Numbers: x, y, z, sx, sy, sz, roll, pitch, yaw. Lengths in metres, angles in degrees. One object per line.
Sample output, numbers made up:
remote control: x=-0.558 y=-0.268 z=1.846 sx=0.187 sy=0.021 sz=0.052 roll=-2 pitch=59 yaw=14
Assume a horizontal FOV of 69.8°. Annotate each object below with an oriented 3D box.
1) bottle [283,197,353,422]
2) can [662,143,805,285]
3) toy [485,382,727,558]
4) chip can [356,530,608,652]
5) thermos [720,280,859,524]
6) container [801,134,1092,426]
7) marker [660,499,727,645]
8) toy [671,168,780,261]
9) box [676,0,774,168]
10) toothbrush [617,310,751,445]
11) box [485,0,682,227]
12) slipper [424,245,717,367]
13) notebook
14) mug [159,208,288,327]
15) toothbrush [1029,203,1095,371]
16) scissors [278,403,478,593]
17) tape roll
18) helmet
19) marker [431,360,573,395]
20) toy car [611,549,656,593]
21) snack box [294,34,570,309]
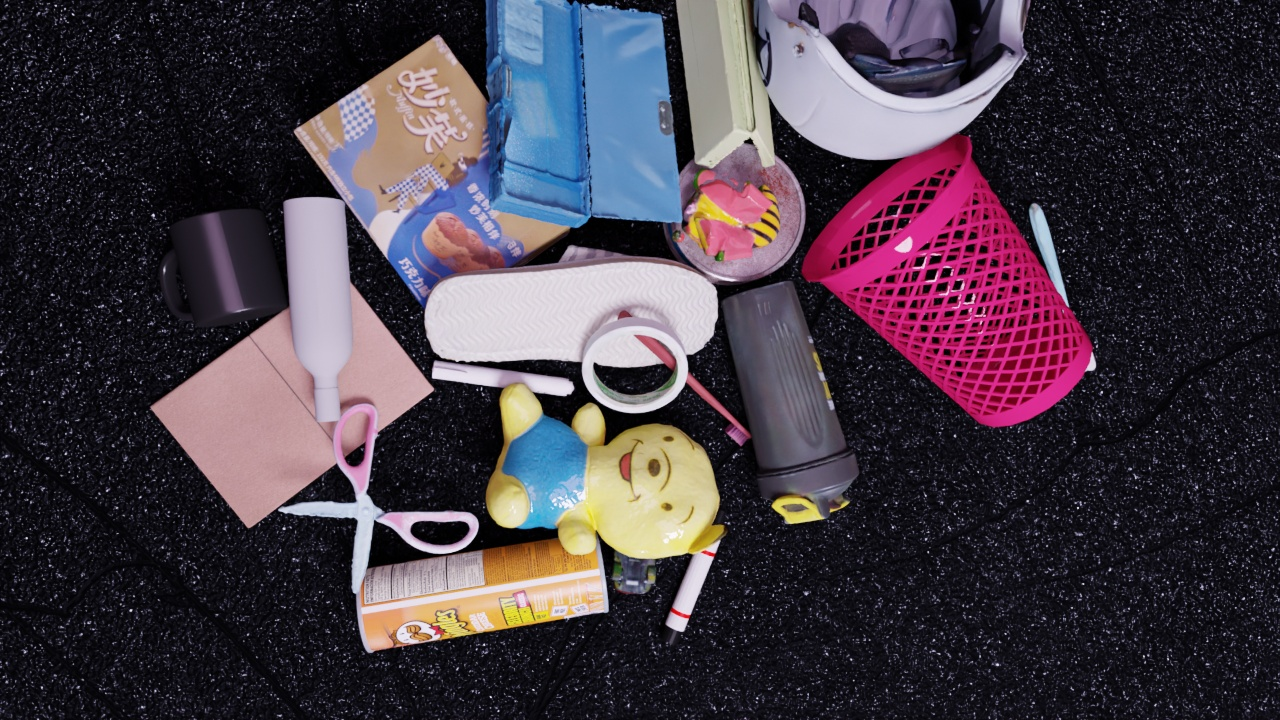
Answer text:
bottle: x=-0.285 y=-0.043 z=0.818 sx=0.052 sy=0.052 sz=0.195 roll=-4 pitch=90 yaw=-7
can: x=0.088 y=-0.139 z=0.877 sx=0.130 sy=0.044 sz=0.130 roll=0 pitch=90 yaw=-7
toy: x=-0.031 y=0.109 z=0.833 sx=0.214 sy=0.084 sz=0.148 roll=9 pitch=56 yaw=-5
chip can: x=-0.141 y=0.209 z=0.836 sx=0.215 sy=0.075 sz=0.075 roll=-8 pitch=91 yaw=-7
thermos: x=0.137 y=0.040 z=0.863 sx=0.098 sy=0.098 sz=0.221 roll=-15 pitch=88 yaw=-7
container: x=0.293 y=-0.060 z=0.849 sx=0.226 sy=0.183 sz=0.183 roll=45 pitch=85 yaw=-13
marker: x=0.055 y=0.204 z=0.888 sx=0.019 sy=0.019 sz=0.145 roll=23 pitch=88 yaw=-7
toy: x=0.080 y=-0.130 z=0.833 sx=0.103 sy=0.046 sz=0.084 roll=-2 pitch=77 yaw=-12
box: x=0.080 y=-0.274 z=0.839 sx=0.090 sy=0.077 sz=0.187 roll=0 pitch=73 yaw=-9
toothbrush: x=0.043 y=0.020 z=0.856 sx=0.016 sy=0.016 sz=0.190 roll=-45 pitch=117 yaw=3
box: x=-0.055 y=-0.228 z=0.828 sx=0.176 sy=0.048 sz=0.231 roll=5 pitch=69 yaw=-23
slipper: x=-0.059 y=-0.045 z=0.831 sx=0.272 sy=0.054 sz=0.115 roll=-1 pitch=119 yaw=-22
notebook: x=-0.319 y=0.034 z=0.847 sx=0.209 sy=0.008 sz=0.141 roll=-37 pitch=95 yaw=-5
mug: x=-0.376 y=-0.076 z=0.811 sx=0.114 sy=0.078 sz=0.088 roll=-13 pitch=92 yaw=20
toothbrush: x=0.429 y=-0.074 z=0.935 sx=0.016 sy=0.016 sz=0.180 roll=-20 pitch=92 yaw=-6
scissors: x=-0.230 y=0.122 z=0.819 sx=0.172 sy=0.013 sz=0.170 roll=7 pitch=66 yaw=-16
tape roll: x=-0.005 y=0.005 z=0.822 sx=0.094 sy=0.018 sz=0.094 roll=-2 pitch=124 yaw=-3
helmet: x=0.207 y=-0.299 z=0.830 sx=0.236 sy=0.164 sz=0.263 roll=1 pitch=68 yaw=-10
marker: x=-0.129 y=0.017 z=0.864 sx=0.133 sy=0.020 sz=0.017 roll=8 pitch=93 yaw=-7
toy car: x=-0.005 y=0.175 z=0.872 sx=0.042 sy=0.036 sz=0.091 roll=6 pitch=78 yaw=-6
snack box: x=-0.182 y=-0.160 z=0.831 sx=0.155 sy=0.069 sz=0.202 roll=-36 pitch=94 yaw=-6
